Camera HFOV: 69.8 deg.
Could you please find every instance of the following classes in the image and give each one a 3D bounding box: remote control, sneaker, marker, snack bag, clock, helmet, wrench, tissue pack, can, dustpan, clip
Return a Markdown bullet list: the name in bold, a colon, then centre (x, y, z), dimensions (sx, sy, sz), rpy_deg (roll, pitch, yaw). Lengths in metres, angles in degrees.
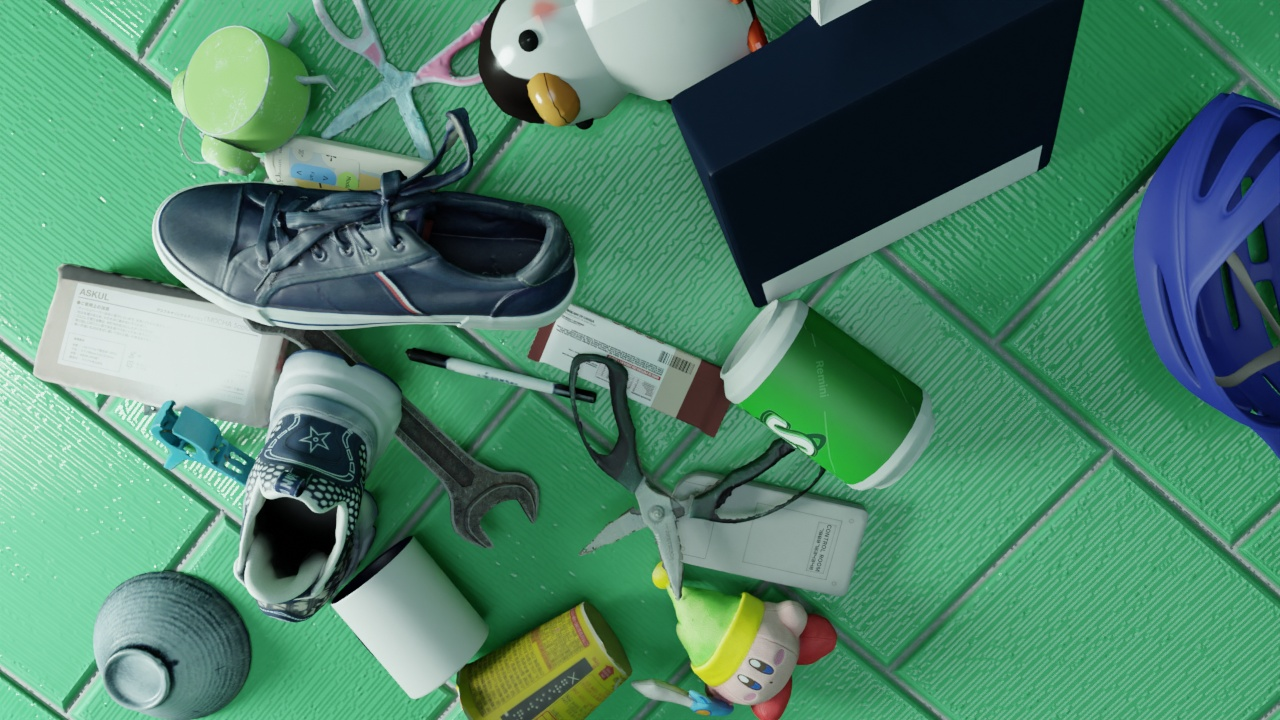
- **remote control**: centre (-0.214, -0.140, 0.680), dimensions (0.125, 0.018, 0.038), rpy_deg (11, 114, 1)
- **sneaker**: centre (-0.187, -0.093, 0.620), dimensions (0.294, 0.127, 0.120), rpy_deg (5, 69, -3)
- **marker**: centre (-0.108, 0.012, 0.711), dimensions (0.152, 0.011, 0.011), rpy_deg (13, 102, 0)
- **snack bag**: centre (-0.004, 0.004, 0.701), dimensions (0.158, 0.013, 0.057), rpy_deg (23, 100, -2)
- **clock**: centre (-0.284, -0.187, 0.651), dimensions (0.119, 0.042, 0.094), rpy_deg (-39, 71, 14)
- **helmet**: centre (0.417, -0.048, 0.558), dimensions (0.147, 0.227, 0.241), rpy_deg (-15, 102, -4)
- **remote control**: centre (0.096, 0.134, 0.719), dimensions (0.151, 0.019, 0.074), rpy_deg (12, 102, 0)
- **sneaker**: centre (-0.245, 0.125, 0.646), dimensions (0.103, 0.132, 0.270), rpy_deg (19, 129, -11)
- **wrench**: centre (-0.184, 0.040, 0.694), dimensions (0.273, 0.010, 0.070), rpy_deg (46, 74, -13)
- **tissue pack**: centre (-0.353, -0.005, 0.701), dimensions (0.181, 0.071, 0.104), rpy_deg (11, 86, -3)
- **can**: centre (0.134, 0.025, 0.660), dimensions (0.140, 0.087, 0.088), rpy_deg (36, 101, -4)
- **dustpan**: centre (0.140, -0.176, 0.569), dimensions (0.236, 0.273, 0.080), rpy_deg (-26, 61, 4)
- **clip**: centre (-0.339, 0.061, 0.688), dimensions (0.097, 0.116, 0.026), rpy_deg (13, 63, -1)

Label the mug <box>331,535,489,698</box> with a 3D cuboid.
- **mug**: centre (-0.190, 0.207, 0.728), dimensions (0.112, 0.078, 0.097), rpy_deg (-32, 99, 37)

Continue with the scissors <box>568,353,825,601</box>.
- **scissors**: centre (0.037, 0.077, 0.693), dimensions (0.205, 0.015, 0.201), rpy_deg (-15, 94, 1)

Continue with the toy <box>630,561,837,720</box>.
- **toy**: centre (0.066, 0.219, 0.718), dimensions (0.131, 0.096, 0.124), rpy_deg (27, 108, -21)

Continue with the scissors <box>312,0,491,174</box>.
- **scissors**: centre (-0.175, -0.223, 0.667), dimensions (0.171, 0.013, 0.177), rpy_deg (-31, 100, 13)

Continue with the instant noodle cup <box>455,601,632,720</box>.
- **instant noodle cup**: centre (-0.070, 0.250, 0.721), dimensions (0.112, 0.100, 0.100), rpy_deg (-35, 97, -2)

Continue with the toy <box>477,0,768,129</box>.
- **toy**: centre (-0.022, -0.228, 0.610), dimensions (0.184, 0.159, 0.140), rpy_deg (-19, 57, 16)

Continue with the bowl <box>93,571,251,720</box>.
- **bowl**: centre (-0.398, 0.248, 0.752), dimensions (0.137, 0.057, 0.137), rpy_deg (1, 102, 3)
